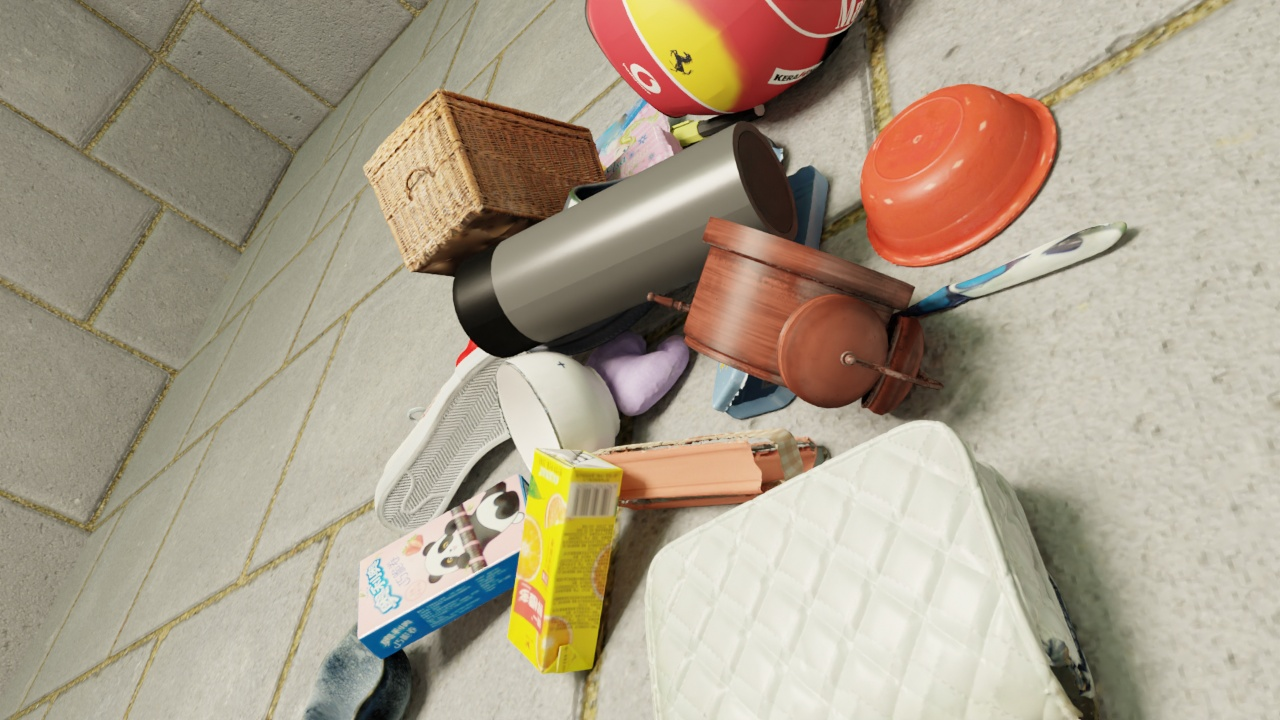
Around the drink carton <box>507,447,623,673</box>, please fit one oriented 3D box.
[{"bbox_3d":[-0.050,0.129,0.601,0.059,0.042,0.134,16,98,58],"label":"drink carton"}]

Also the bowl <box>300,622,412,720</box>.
[{"bbox_3d":[-0.220,0.267,0.737,0.111,0.055,0.110,-36,35,30],"label":"bowl"}]

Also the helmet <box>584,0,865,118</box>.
[{"bbox_3d":[0.087,-0.332,0.766,0.225,0.197,0.270,-19,36,46],"label":"helmet"}]

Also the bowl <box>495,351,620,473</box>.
[{"bbox_3d":[-0.057,0.043,0.696,0.063,0.113,0.113,-23,20,-24],"label":"bowl"}]

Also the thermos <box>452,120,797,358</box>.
[{"bbox_3d":[-0.017,-0.076,0.638,0.241,0.082,0.082,-20,43,31],"label":"thermos"}]

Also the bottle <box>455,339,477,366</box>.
[{"bbox_3d":[-0.156,-0.037,0.972,0.036,0.036,0.118,-8,53,52],"label":"bottle"}]

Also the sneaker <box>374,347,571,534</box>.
[{"bbox_3d":[-0.160,0.047,0.842,0.242,0.089,0.090,-48,29,13],"label":"sneaker"}]

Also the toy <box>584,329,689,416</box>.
[{"bbox_3d":[-0.004,0.004,0.717,0.080,0.036,0.100,-47,33,-7],"label":"toy"}]

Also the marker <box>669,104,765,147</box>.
[{"bbox_3d":[0.067,-0.220,0.856,0.017,0.021,0.124,-19,9,-37],"label":"marker"}]

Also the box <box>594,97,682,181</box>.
[{"bbox_3d":[-0.054,-0.162,0.923,0.231,0.035,0.159,-37,48,28],"label":"box"}]

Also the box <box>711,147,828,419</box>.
[{"bbox_3d":[0.079,-0.061,0.641,0.068,0.059,0.209,-24,41,45],"label":"box"}]

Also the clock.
[{"bbox_3d":[0.092,-0.021,0.498,0.158,0.120,0.072,26,101,38],"label":"clock"}]

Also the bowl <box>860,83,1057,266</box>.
[{"bbox_3d":[0.183,-0.124,0.566,0.131,0.045,0.130,-36,35,30],"label":"bowl"}]

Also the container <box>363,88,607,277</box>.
[{"bbox_3d":[-0.123,-0.143,0.807,0.114,0.198,0.112,-32,71,35],"label":"container"}]

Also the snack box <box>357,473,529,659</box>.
[{"bbox_3d":[-0.148,0.159,0.717,0.154,0.033,0.088,-29,33,2],"label":"snack box"}]

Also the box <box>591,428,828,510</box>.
[{"bbox_3d":[0.039,0.075,0.592,0.189,0.063,0.056,-10,87,48],"label":"box"}]

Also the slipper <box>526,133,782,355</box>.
[{"bbox_3d":[-0.007,-0.107,0.737,0.268,0.083,0.110,-39,41,1],"label":"slipper"}]

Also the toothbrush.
[{"bbox_3d":[0.177,-0.040,0.519,0.190,0.017,0.016,-24,41,43],"label":"toothbrush"}]

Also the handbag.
[{"bbox_3d":[0.093,0.126,0.419,0.195,0.072,0.138,-34,45,31],"label":"handbag"}]
